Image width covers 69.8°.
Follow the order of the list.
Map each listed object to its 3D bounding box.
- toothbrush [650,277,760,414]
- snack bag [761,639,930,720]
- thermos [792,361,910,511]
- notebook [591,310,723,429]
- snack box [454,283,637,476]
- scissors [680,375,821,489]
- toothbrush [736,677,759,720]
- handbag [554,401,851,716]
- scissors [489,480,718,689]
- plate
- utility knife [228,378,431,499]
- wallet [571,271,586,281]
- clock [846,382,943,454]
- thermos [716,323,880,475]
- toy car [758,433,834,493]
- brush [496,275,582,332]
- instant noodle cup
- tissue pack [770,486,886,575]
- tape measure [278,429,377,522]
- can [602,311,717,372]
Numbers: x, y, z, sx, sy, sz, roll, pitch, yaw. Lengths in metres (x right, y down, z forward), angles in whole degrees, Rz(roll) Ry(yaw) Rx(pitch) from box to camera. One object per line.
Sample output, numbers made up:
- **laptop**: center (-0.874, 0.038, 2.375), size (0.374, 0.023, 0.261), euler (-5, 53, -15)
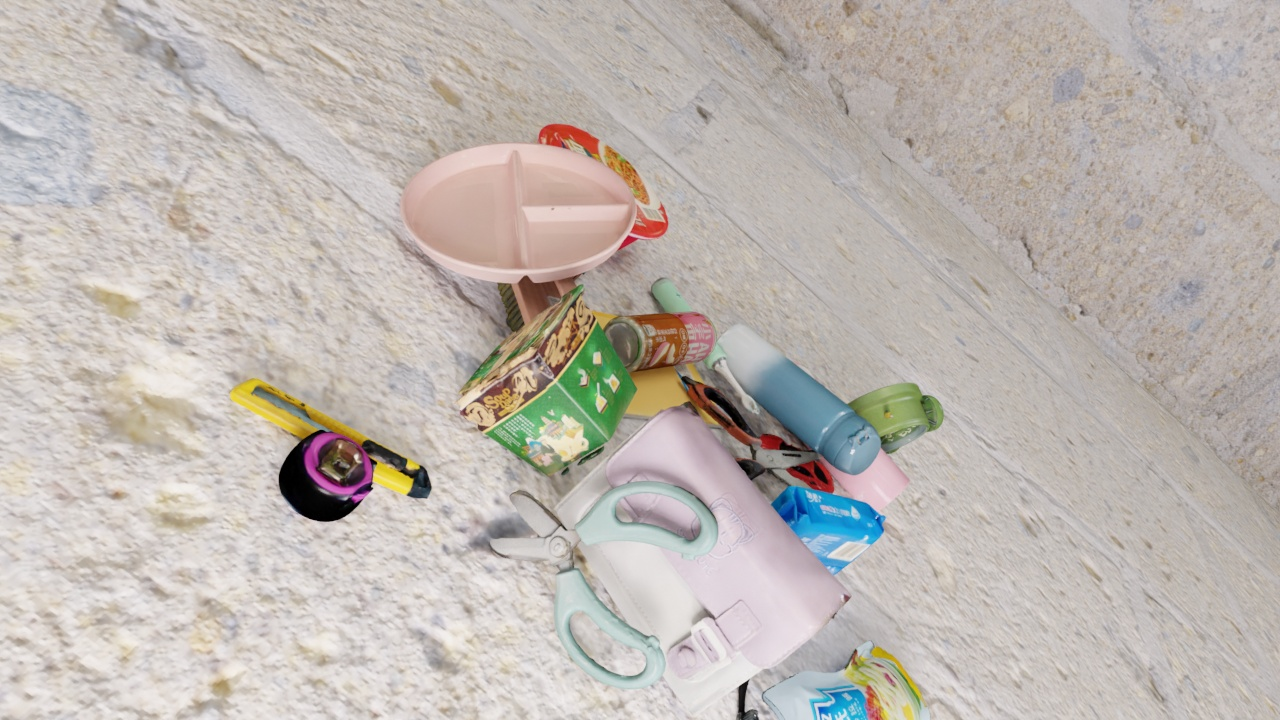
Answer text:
- **toothbrush**: center (0.073, -0.019, 1.053), size (0.027, 0.026, 0.224), euler (29, 21, -50)
- **snack bag**: center (0.184, 0.310, 0.789), size (0.190, 0.039, 0.110), euler (0, 62, -50)
- **thermos**: center (0.233, 0.086, 1.090), size (0.067, 0.087, 0.198), euler (-37, 82, -22)
- **notebook**: center (-0.006, 0.006, 0.972), size (0.206, 0.010, 0.145), euler (10, 44, -45)
- **snack box**: center (-0.072, 0.024, 0.772), size (0.105, 0.118, 0.117), euler (49, 35, -14)
- **scissors**: center (0.118, 0.100, 0.959), size (0.222, 0.015, 0.188), euler (39, 32, 3)
- **toothbrush**: center (0.090, 0.243, 0.777), size (0.014, 0.018, 0.188), euler (42, 27, -21)
- **handbag**: center (0.042, 0.149, 0.708), size (0.197, 0.145, 0.098), euler (52, 28, 17)
- **scissors**: center (-0.018, 0.137, 0.660), size (0.173, 0.179, 0.019), euler (48, 6, 14)
- **plate**: center (-0.119, -0.147, 0.904), size (0.229, 0.028, 0.229), euler (3, 43, -3)
- **utility knife**: center (-0.213, 0.055, 0.644), size (0.154, 0.015, 0.033), euler (32, 28, -19)
- **wallet**: center (-0.094, -0.148, 0.987), size (0.124, 0.032, 0.101), euler (44, 66, -3)
- **clock**: center (0.321, 0.080, 1.178), size (0.161, 0.116, 0.056), euler (5, 59, -44)
- **thermos**: center (0.172, 0.043, 1.029), size (0.070, 0.070, 0.220), euler (3, 32, -50)
- **toy car**: center (0.174, 0.118, 1.030), size (0.106, 0.031, 0.049), euler (34, 30, -13)
- **brush**: center (-0.093, -0.060, 0.885), size (0.063, 0.073, 0.145), euler (16, 38, -39)
- **instant noodle cup**: center (-0.058, -0.198, 1.114), size (0.193, 0.066, 0.193), euler (30, 32, -21)
- **tissue pack**: center (0.160, 0.167, 0.884), size (0.157, 0.095, 0.052), euler (16, 39, -37)
- **tape measure**: center (-0.205, 0.075, 0.604), size (0.057, 0.039, 0.057), euler (36, 30, -14)
- **can**: center (0.021, -0.021, 0.967), size (0.147, 0.058, 0.058), euler (-8, 58, -55)
